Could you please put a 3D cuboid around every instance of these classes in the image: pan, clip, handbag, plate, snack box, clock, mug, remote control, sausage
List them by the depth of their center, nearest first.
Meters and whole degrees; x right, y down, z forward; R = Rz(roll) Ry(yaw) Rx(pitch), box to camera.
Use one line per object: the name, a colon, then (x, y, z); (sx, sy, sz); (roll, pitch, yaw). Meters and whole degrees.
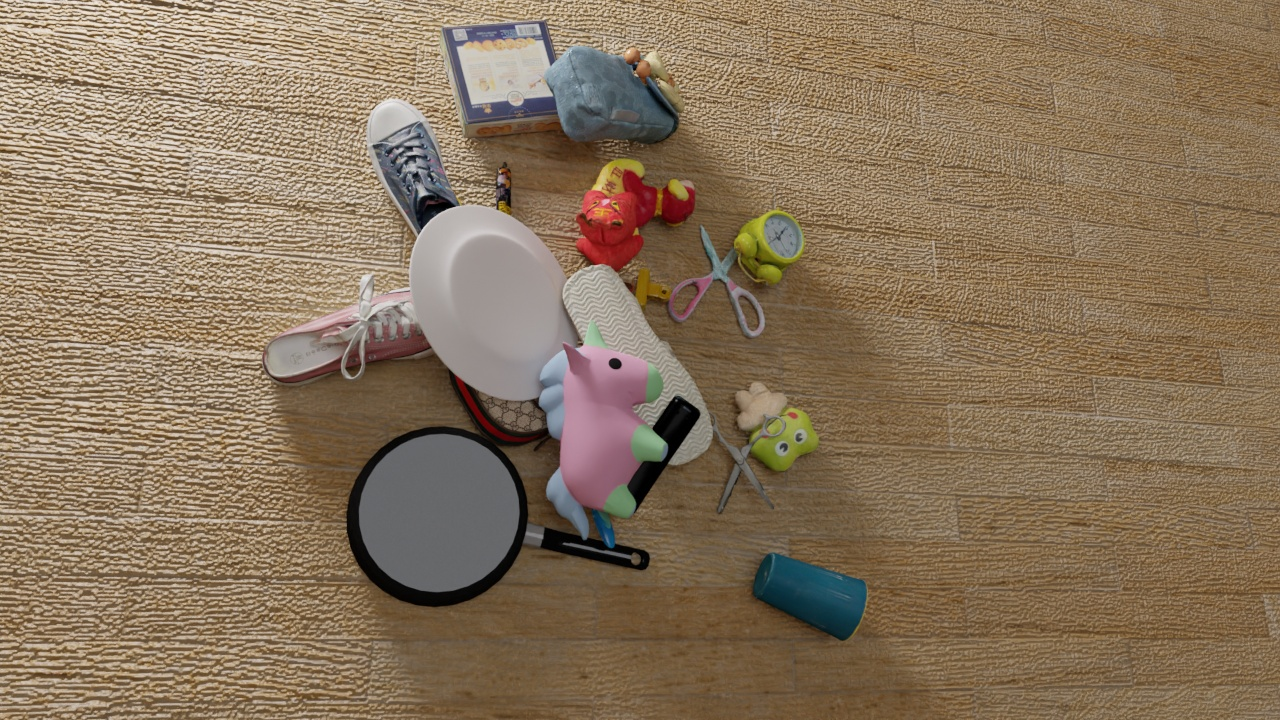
pan: (-0.155, 0.192, 1.053); (0.355, 0.044, 0.203); (15, 71, -11)
plate: (-0.160, -0.071, 1.072); (0.242, 0.016, 0.242); (22, 57, -40)
handbag: (-0.145, 0.023, 1.097); (0.138, 0.063, 0.166); (-29, 85, -31)
remote control: (0.018, 0.113, 1.100); (0.041, 0.020, 0.151); (35, 83, -6)
mug: (0.203, 0.283, 1.117); (0.121, 0.078, 0.078); (22, 70, -4)
sausage: (-0.173, -0.180, 1.164); (0.020, 0.020, 0.155); (1, 74, -16)
handbag: (-0.023, -0.349, 1.186); (0.191, 0.119, 0.121); (-8, 74, -49)
clip: (0.014, -0.089, 1.191); (0.048, 0.045, 0.054); (22, 66, -37)
snack box: (-0.177, -0.370, 1.203); (0.144, 0.043, 0.145); (-11, 78, -20)
clock: (0.169, -0.149, 1.229); (0.083, 0.057, 0.118); (48, 60, -10)

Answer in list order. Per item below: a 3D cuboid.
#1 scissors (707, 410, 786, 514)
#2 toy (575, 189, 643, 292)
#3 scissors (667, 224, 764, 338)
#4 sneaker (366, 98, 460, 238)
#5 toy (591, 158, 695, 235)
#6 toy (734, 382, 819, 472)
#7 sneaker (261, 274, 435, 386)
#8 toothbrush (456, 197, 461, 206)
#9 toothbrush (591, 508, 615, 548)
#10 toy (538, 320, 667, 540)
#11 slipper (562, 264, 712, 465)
scissors: (0.117, 0.112, 1.153); (0.175, 0.014, 0.141); (43, 94, 14)
toy: (-0.042, -0.142, 1.149); (0.088, 0.094, 0.133); (-7, 113, 8)
scissors: (0.114, -0.097, 1.229); (0.168, 0.014, 0.170); (38, 65, -2)
sneaker: (-0.267, -0.211, 1.105); (0.087, 0.079, 0.235); (-26, 86, -3)
toy: (0.003, -0.210, 1.204); (0.137, 0.067, 0.105); (10, 79, -5)
toy: (0.169, 0.081, 1.177); (0.092, 0.043, 0.118); (-33, 83, -15)
sneaker: (-0.311, -0.035, 1.047); (0.240, 0.088, 0.118); (-20, 81, -19)
toothbrush: (-0.271, -0.239, 1.156); (0.021, 0.016, 0.135); (-41, 87, -20)
toothbrush: (-0.053, 0.160, 1.092); (0.022, 0.017, 0.135); (6, 59, -42)
toy: (-0.055, 0.082, 1.051); (0.171, 0.120, 0.222); (30, 85, 1)
slipper: (-0.007, 0.007, 1.141); (0.114, 0.054, 0.272); (-32, 90, -17)
